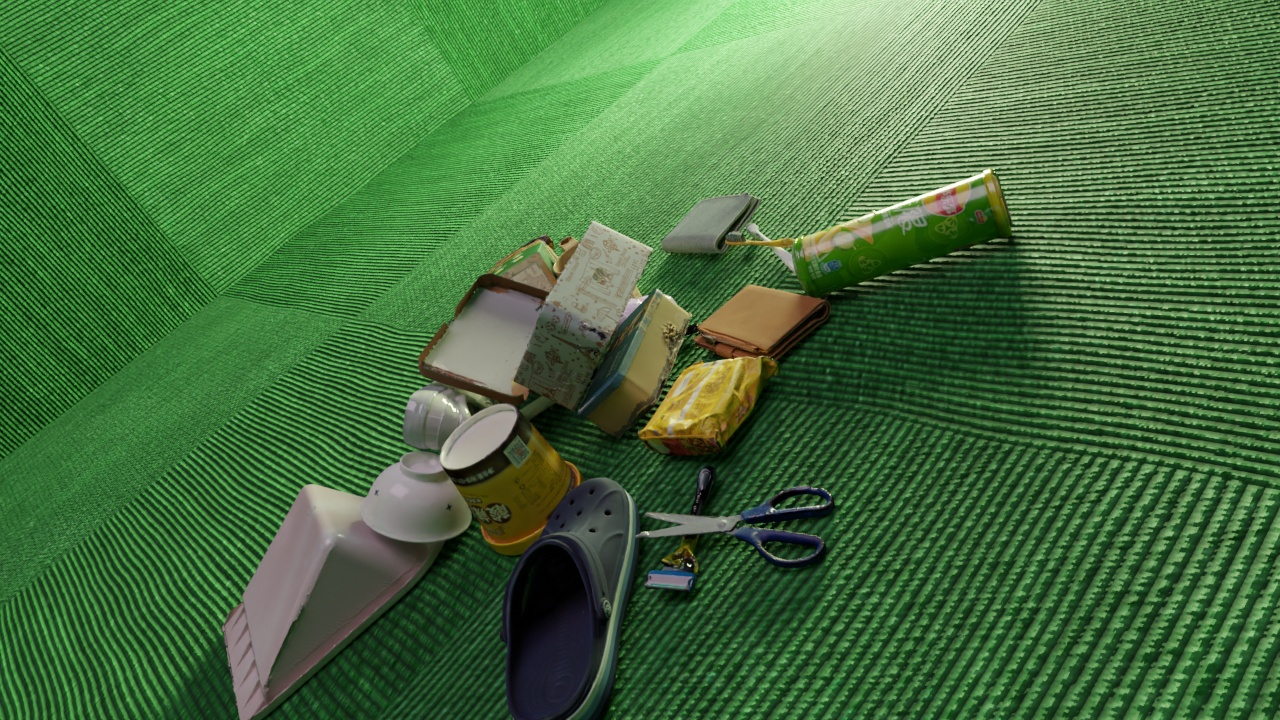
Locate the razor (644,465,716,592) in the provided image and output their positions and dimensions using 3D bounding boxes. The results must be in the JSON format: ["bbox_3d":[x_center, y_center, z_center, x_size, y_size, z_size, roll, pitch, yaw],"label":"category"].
[{"bbox_3d":[0.044,0.146,0.798,0.043,0.022,0.142,-1,39,22],"label":"razor"}]

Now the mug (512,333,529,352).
[{"bbox_3d":[-0.129,-0.016,1.182,0.123,0.078,0.078,-24,29,26],"label":"mug"}]

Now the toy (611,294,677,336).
[{"bbox_3d":[-0.007,-0.058,1.143,0.108,0.039,0.084,-16,30,-9],"label":"toy"}]

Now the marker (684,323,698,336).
[{"bbox_3d":[0.018,-0.029,1.112,0.124,0.015,0.018,-11,36,35],"label":"marker"}]

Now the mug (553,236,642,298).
[{"bbox_3d":[-0.060,-0.106,1.218,0.084,0.103,0.124,-35,28,-7],"label":"mug"}]

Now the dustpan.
[{"bbox_3d":[-0.332,0.253,1.019,0.273,0.138,0.222,-62,32,3],"label":"dustpan"}]

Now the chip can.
[{"bbox_3d":[0.269,-0.129,0.961,0.222,0.072,0.072,-18,31,25],"label":"chip can"}]

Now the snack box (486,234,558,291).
[{"bbox_3d":[-0.146,-0.096,1.246,0.117,0.118,0.105,-33,9,0],"label":"snack box"}]

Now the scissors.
[{"bbox_3d":[0.082,0.131,0.769,0.140,0.012,0.171,-39,37,-23],"label":"scissors"}]

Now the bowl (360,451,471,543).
[{"bbox_3d":[-0.236,0.137,0.984,0.118,0.065,0.118,11,19,-4],"label":"bowl"}]

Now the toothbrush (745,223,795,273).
[{"bbox_3d":[0.169,-0.135,1.135,0.016,0.016,0.180,-33,30,1],"label":"toothbrush"}]

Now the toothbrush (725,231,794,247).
[{"bbox_3d":[0.182,-0.145,1.107,0.192,0.018,0.016,7,40,39],"label":"toothbrush"}]

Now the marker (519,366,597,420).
[{"bbox_3d":[-0.107,0.045,1.116,0.130,0.018,0.022,-33,14,-4],"label":"marker"}]

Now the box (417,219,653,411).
[{"bbox_3d":[-0.112,-0.064,1.012,0.227,0.157,0.179,17,46,10],"label":"box"}]

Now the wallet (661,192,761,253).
[{"bbox_3d":[0.100,-0.185,1.258,0.106,0.037,0.130,-49,27,-17],"label":"wallet"}]

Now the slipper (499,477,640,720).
[{"bbox_3d":[-0.068,0.192,0.765,0.105,0.095,0.252,-18,34,20],"label":"slipper"}]

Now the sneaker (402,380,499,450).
[{"bbox_3d":[-0.200,0.059,1.082,0.091,0.089,0.242,10,5,2],"label":"sneaker"}]

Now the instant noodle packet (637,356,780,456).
[{"bbox_3d":[0.068,0.044,0.916,0.111,0.044,0.128,-4,36,44],"label":"instant noodle packet"}]

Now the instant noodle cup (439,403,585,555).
[{"bbox_3d":[-0.132,0.115,0.926,0.119,0.114,0.118,-23,30,14],"label":"instant noodle cup"}]

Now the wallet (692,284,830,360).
[{"bbox_3d":[0.128,-0.039,1.002,0.107,0.031,0.132,-39,27,-17],"label":"wallet"}]

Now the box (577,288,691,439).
[{"bbox_3d":[-0.006,0.006,1.006,0.090,0.059,0.183,-45,12,40],"label":"box"}]
